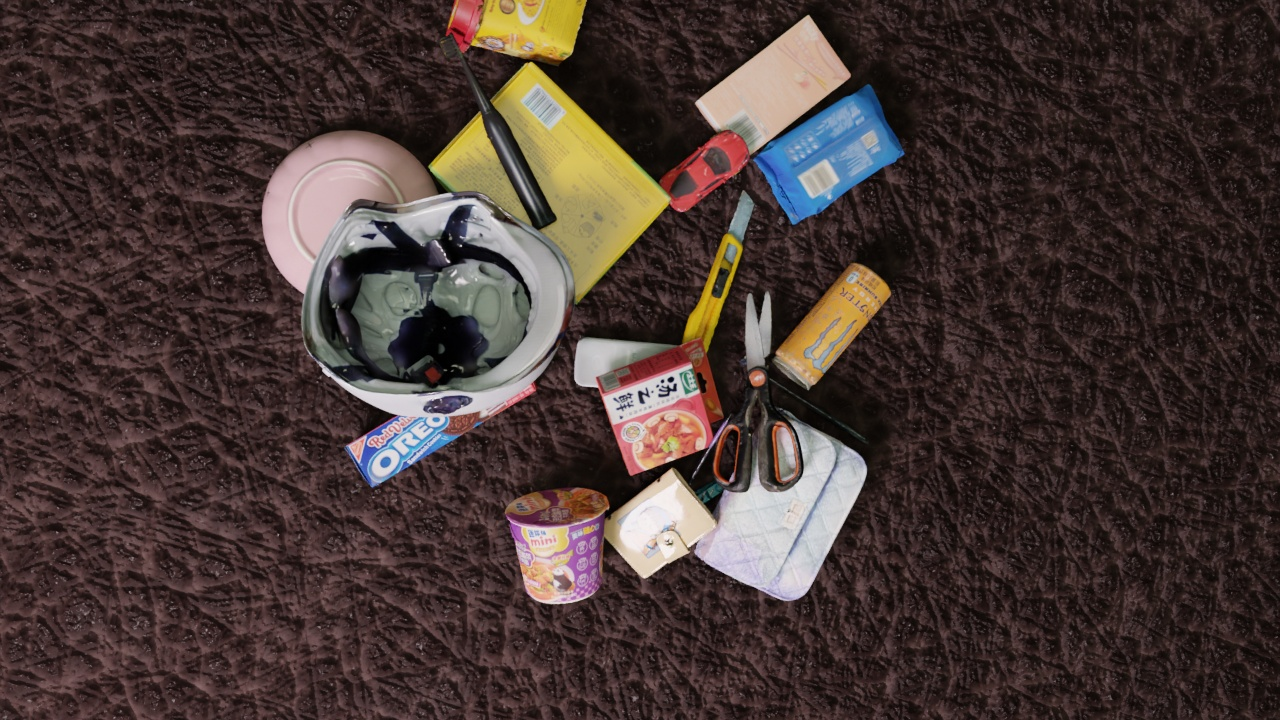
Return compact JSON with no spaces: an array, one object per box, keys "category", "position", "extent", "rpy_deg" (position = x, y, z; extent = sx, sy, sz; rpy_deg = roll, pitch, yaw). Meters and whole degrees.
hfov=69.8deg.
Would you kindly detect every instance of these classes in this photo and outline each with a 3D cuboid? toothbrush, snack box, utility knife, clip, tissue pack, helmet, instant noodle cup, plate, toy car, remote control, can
[{"category":"toothbrush","position":[0.058,0.134,1.026],"extent":[0.017,0.014,0.189],"rpy_deg":[30,109,2]},{"category":"snack box","position":[-0.213,0.061,0.996],"extent":[0.207,0.058,0.057],"rpy_deg":[-31,94,-3]},{"category":"snack box","position":[0.148,-0.303,1.025],"extent":[0.157,0.026,0.084],"rpy_deg":[-38,97,-3]},{"category":"utility knife","position":[0.089,-0.095,1.032],"extent":[0.033,0.015,0.206],"rpy_deg":[21,84,-14]},{"category":"snack box","position":[-0.096,-0.185,0.985],"extent":[0.210,0.070,0.157],"rpy_deg":[43,89,-8]},{"category":"clip","position":[0.072,0.155,1.053],"extent":[0.056,0.040,0.014],"rpy_deg":[-31,99,-8]},{"category":"tissue pack","position":[0.211,-0.230,1.025],"extent":[0.157,0.052,0.095],"rpy_deg":[-34,99,-3]},{"category":"helmet","position":[-0.194,-0.038,0.915],"extent":[0.258,0.146,0.228],"rpy_deg":[1,65,-4]},{"category":"instant noodle cup","position":[-0.127,-0.368,0.953],"extent":[0.123,0.116,0.116],"rpy_deg":[15,92,-19]},{"category":"plate","position":[-0.309,-0.151,0.979],"extent":[0.192,0.039,0.192],"rpy_deg":[0,94,-6]},{"category":"toothbrush","position":[0.192,0.045,1.061],"extent":[0.181,0.016,0.018],"rpy_deg":[34,81,-7]},{"category":"toothbrush","position":[-0.145,-0.232,0.927],"extent":[0.027,0.026,0.212],"rpy_deg":[-29,96,-9]},{"category":"toy car","position":[0.071,-0.210,1.011],"extent":[0.106,0.031,0.049],"rpy_deg":[-35,98,13]},{"category":"remote control","position":[-0.006,0.006,1.033],"extent":[0.136,0.020,0.056],"rpy_deg":[5,95,-9]},{"category":"snack box","position":[0.028,0.052,1.010],"extent":[0.127,0.044,0.113],"rpy_deg":[-21,119,-4]},{"category":"can","position":[0.215,-0.039,1.036],"extent":[0.058,0.058,0.146],"rpy_deg":[40,89,-8]},{"category":"instant noodle cup","position":[-0.087,0.203,1.000],"extent":[0.111,0.111,0.099],"rpy_deg":[-5,101,-6]}]

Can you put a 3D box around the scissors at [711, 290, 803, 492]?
[{"category":"scissors","position":[0.116,0.036,1.016],"extent":[0.163,0.021,0.233],"rpy_deg":[-29,68,18]}]

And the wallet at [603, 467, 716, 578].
[{"category":"wallet","position":[0.021,0.186,1.029],"extent":[0.115,0.024,0.087],"rpy_deg":[-39,88,17]}]

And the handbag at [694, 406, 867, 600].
[{"category":"handbag","position":[0.161,0.162,1.035],"extent":[0.134,0.075,0.194],"rpy_deg":[26,90,-2]}]
